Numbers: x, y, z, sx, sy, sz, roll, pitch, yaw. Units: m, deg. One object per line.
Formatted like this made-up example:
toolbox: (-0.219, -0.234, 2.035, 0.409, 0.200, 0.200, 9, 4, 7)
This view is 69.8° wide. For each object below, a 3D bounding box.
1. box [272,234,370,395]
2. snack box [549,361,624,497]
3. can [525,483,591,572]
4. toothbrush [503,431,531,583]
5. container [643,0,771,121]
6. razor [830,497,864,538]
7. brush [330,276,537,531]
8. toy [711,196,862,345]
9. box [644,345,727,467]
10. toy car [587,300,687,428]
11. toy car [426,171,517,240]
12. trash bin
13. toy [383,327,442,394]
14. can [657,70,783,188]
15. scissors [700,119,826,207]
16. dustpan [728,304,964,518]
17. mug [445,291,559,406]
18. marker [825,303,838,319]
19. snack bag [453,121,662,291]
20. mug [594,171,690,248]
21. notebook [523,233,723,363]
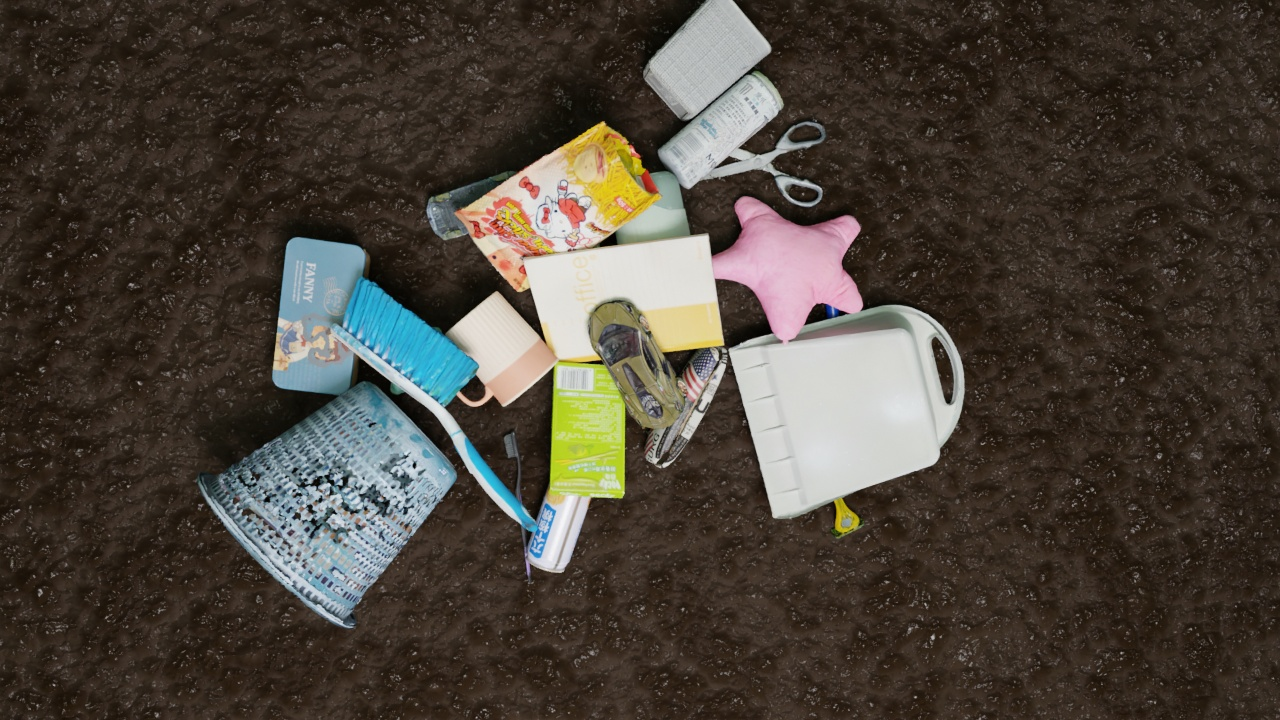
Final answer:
box: (-0.354, -0.055, 1.026, 0.089, 0.060, 0.184, 5, 97, -9)
snack box: (-0.061, 0.079, 1.059, 0.085, 0.026, 0.156, 3, 66, -9)
can: (-0.092, 0.179, 1.087, 0.053, 0.053, 0.134, 18, 93, -9)
toothbrush: (-0.146, 0.177, 1.100, 0.017, 0.014, 0.189, -6, 97, 1)
container: (0.070, -0.339, 1.039, 0.114, 0.090, 0.090, -43, 99, 2)
razor: (0.236, 0.156, 1.143, 0.043, 0.028, 0.132, -25, 97, -1)
brush: (-0.203, 0.044, 0.972, 0.314, 0.060, 0.109, 37, 81, 5)
toy: (0.165, -0.105, 1.073, 0.194, 0.075, 0.178, 9, 71, -6)
box: (0.057, 0.054, 1.089, 0.055, 0.070, 0.164, 25, 96, -33)
toy car: (-0.006, 0.006, 1.039, 0.070, 0.042, 0.158, -26, 100, 25)
toy car: (-0.183, -0.177, 1.048, 0.120, 0.036, 0.054, -17, 102, 3)
trash bin: (-0.317, 0.137, 0.988, 0.194, 0.227, 0.226, -44, 100, -15)
toy: (-0.262, -0.004, 1.059, 0.092, 0.030, 0.096, -39, 93, -4)
can: (0.091, -0.265, 1.056, 0.146, 0.058, 0.058, -40, 99, 0)
scissors: (0.147, -0.238, 1.096, 0.178, 0.014, 0.159, 43, 90, -8)
dustpan: (0.268, 0.047, 1.125, 0.258, 0.142, 0.223, -14, 97, 16)
mug: (-0.170, -0.004, 1.042, 0.114, 0.082, 0.106, -41, 98, -9)
marker: (0.240, -0.003, 1.130, 0.017, 0.017, 0.146, -5, 96, -7)
snack bag: (-0.089, -0.164, 1.004, 0.208, 0.073, 0.128, -29, 122, 22)
mug: (-0.002, -0.155, 1.054, 0.112, 0.082, 0.106, -11, 98, 12)
notebook: (-0.016, -0.066, 1.037, 0.206, 0.010, 0.146, -6, 124, 9)
